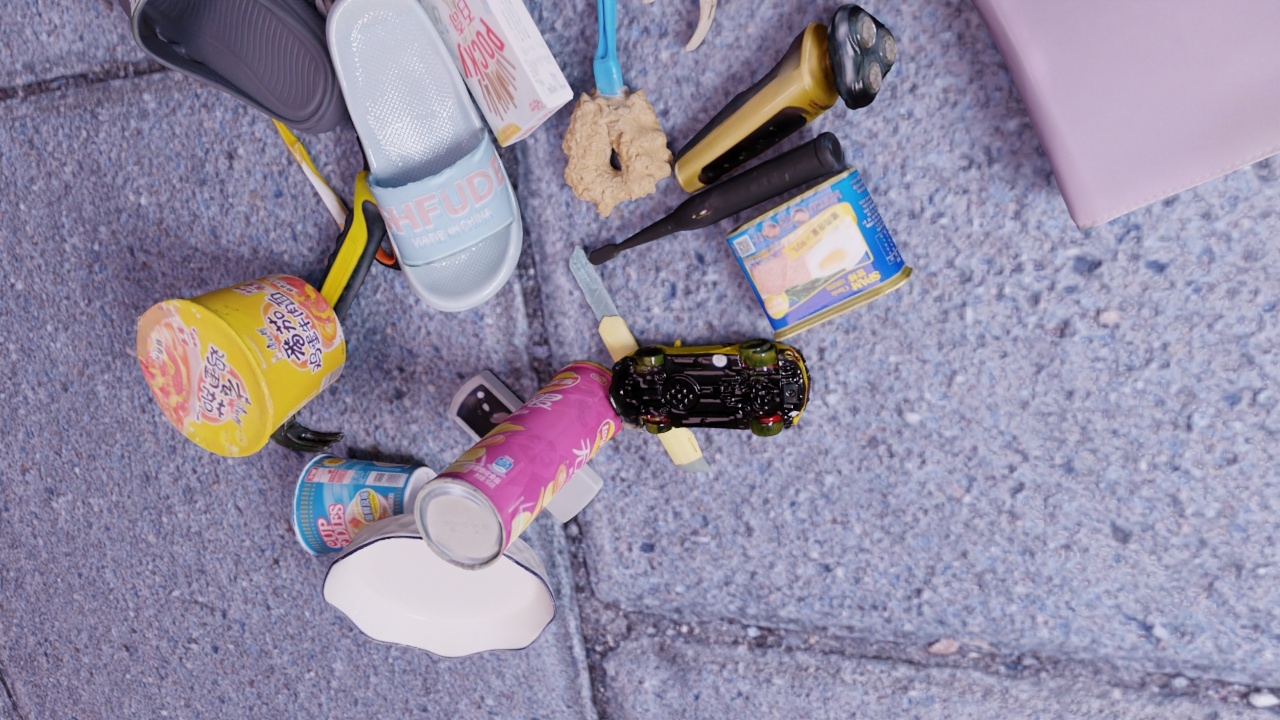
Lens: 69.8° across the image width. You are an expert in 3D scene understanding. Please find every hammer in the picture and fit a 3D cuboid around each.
[{"bbox_3d":[-0.283,-0.031,0.819,0.126,0.031,0.324,40,125,2],"label":"hammer"}]

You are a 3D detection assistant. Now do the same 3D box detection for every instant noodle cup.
[{"bbox_3d":[-0.248,0.133,0.854,0.110,0.099,0.099,-3,110,16],"label":"instant noodle cup"},{"bbox_3d":[-0.324,-0.005,0.766,0.138,0.109,0.138,12,120,21],"label":"instant noodle cup"}]

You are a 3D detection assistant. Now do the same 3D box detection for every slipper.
[{"bbox_3d":[-0.339,-0.274,0.717,0.268,0.083,0.111,38,115,13],"label":"slipper"},{"bbox_3d":[-0.156,-0.152,0.676,0.104,0.074,0.245,-21,112,-7],"label":"slipper"}]

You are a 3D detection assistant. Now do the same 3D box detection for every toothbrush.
[{"bbox_3d":[-0.287,-0.178,0.784,0.018,0.016,0.191,-30,96,21],"label":"toothbrush"},{"bbox_3d":[0.044,-0.107,0.649,0.213,0.027,0.026,-19,102,37],"label":"toothbrush"}]

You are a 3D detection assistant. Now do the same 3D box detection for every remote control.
[{"bbox_3d":[-0.102,0.076,0.804,0.150,0.021,0.058,43,121,1],"label":"remote control"}]

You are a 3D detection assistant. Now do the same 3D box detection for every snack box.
[{"bbox_3d":[-0.112,-0.239,0.655,0.085,0.026,0.157,-15,106,59],"label":"snack box"}]

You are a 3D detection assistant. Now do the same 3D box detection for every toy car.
[{"bbox_3d":[0.050,0.019,0.701,0.156,0.041,0.071,-3,110,19],"label":"toy car"}]

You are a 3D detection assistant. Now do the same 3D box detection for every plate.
[{"bbox_3d":[-0.177,0.203,0.829,0.205,0.045,0.205,1,135,1],"label":"plate"}]

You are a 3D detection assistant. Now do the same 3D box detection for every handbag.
[{"bbox_3d":[0.265,-0.189,0.491,0.145,0.098,0.197,-26,100,28],"label":"handbag"}]

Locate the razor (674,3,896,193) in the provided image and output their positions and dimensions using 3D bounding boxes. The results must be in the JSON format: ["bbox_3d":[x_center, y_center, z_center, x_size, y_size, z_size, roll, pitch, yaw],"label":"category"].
[{"bbox_3d":[0.089,-0.163,0.605,0.168,0.062,0.067,-31,62,35],"label":"razor"}]

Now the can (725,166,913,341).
[{"bbox_3d":[0.120,-0.073,0.627,0.102,0.057,0.083,-25,97,29],"label":"can"}]

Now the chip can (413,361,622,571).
[{"bbox_3d":[-0.080,0.070,0.682,0.071,0.210,0.071,8,114,19],"label":"chip can"}]

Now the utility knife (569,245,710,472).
[{"bbox_3d":[-0.004,0.004,0.733,0.031,0.021,0.211,-24,106,26],"label":"utility knife"}]

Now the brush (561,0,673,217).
[{"bbox_3d":[-0.024,-0.228,0.640,0.083,0.045,0.255,4,108,26],"label":"brush"}]

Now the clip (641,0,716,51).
[{"bbox_3d":[0.048,-0.253,0.597,0.071,0.034,0.100,49,126,-3],"label":"clip"}]

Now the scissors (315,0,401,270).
[{"bbox_3d":[-0.203,-0.184,0.736,0.142,0.021,0.235,16,119,25],"label":"scissors"}]
